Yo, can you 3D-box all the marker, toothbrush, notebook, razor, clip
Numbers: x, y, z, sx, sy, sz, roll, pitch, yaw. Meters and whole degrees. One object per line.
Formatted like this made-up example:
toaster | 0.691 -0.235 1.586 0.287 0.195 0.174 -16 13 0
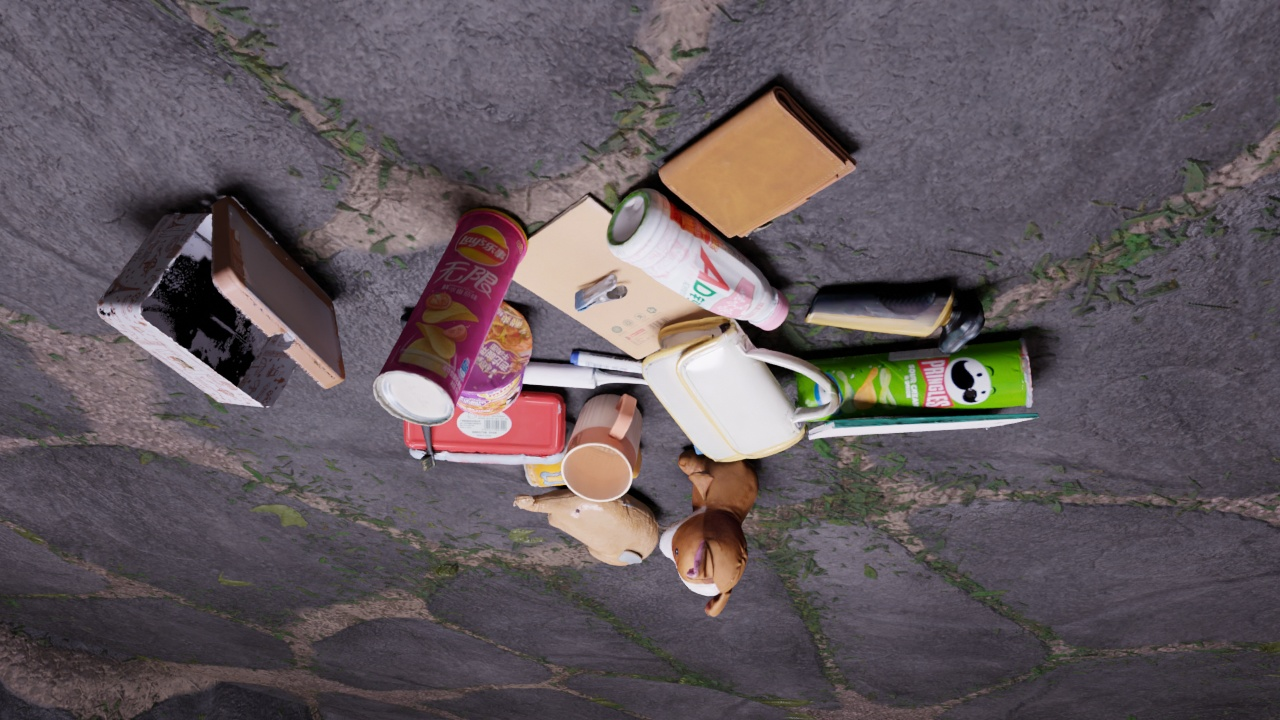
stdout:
marker | -0.006 0.006 1.034 0.146 0.016 0.017 8 145 -1
toothbrush | -0.251 0.042 1.049 0.026 0.027 0.213 20 127 25
notebook | 0.299 0.071 0.999 0.209 0.012 0.150 -3 172 0
notebook | -0.024 -0.075 0.928 0.207 0.008 0.148 33 137 -32
toothbrush | -0.081 0.017 1.053 0.221 0.026 0.027 4 171 4
razor | 0.245 -0.042 0.893 0.167 0.062 0.068 5 116 12
clip | -0.043 -0.067 0.913 0.057 0.024 0.028 -18 142 25

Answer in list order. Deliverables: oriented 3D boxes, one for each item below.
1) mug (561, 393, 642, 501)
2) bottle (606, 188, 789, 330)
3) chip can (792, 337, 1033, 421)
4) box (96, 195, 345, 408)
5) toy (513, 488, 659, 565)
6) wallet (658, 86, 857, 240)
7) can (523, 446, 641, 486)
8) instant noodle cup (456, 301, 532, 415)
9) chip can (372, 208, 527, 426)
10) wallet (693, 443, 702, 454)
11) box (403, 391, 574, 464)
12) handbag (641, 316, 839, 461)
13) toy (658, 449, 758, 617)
mug | -0.036 0.088 1.070 0.081 0.105 0.115 24 122 -7
bottle | 0.060 -0.085 0.852 0.196 0.068 0.068 28 140 -34
chip can | 0.281 0.023 0.963 0.236 0.072 0.072 -5 144 18
box | -0.378 -0.051 0.901 0.169 0.150 0.182 6 150 32
toy | -0.071 0.220 1.297 0.144 0.082 0.226 -30 130 29
wallet | 0.101 -0.155 0.769 0.119 0.035 0.131 31 140 -31
can | -0.074 0.129 1.186 0.146 0.058 0.058 -8 143 20
instant noodle cup | -0.170 0.005 0.988 0.111 0.111 0.099 7 153 0
chip can | -0.164 -0.044 0.813 0.071 0.210 0.071 9 138 8
wallet | 0.103 0.065 1.084 0.106 0.040 0.133 -7 142 12
box | -0.184 0.081 1.137 0.201 0.095 0.099 1 -179 9
handbag | 0.108 0.030 0.940 0.179 0.063 0.163 -13 125 40
toy | 0.083 0.209 1.152 0.131 0.199 0.140 -14 140 21
